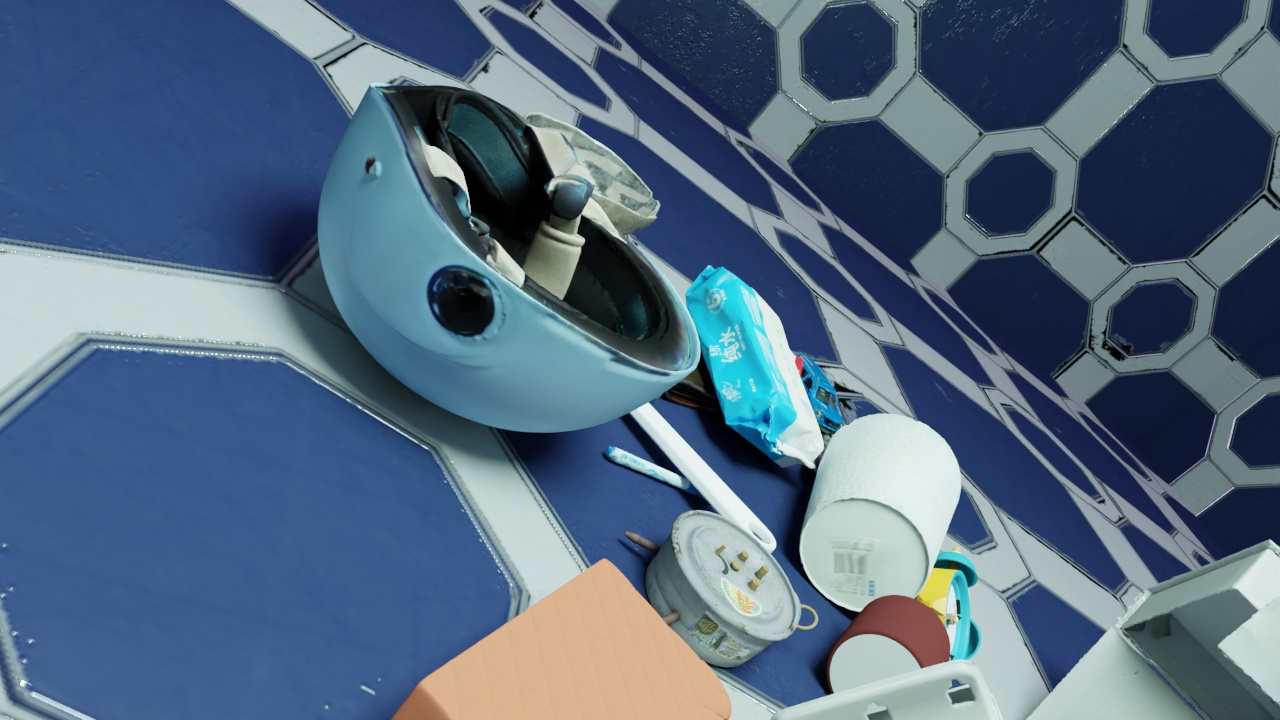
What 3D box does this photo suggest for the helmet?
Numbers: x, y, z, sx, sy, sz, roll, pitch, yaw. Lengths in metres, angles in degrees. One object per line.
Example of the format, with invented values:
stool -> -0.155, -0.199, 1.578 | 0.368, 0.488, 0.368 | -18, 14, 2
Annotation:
helmet -> -0.090, -0.052, 0.602 | 0.265, 0.167, 0.225 | 41, 24, 5

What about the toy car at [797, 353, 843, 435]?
toy car -> 0.202, 0.037, 1.086 | 0.056, 0.044, 0.120 | 27, 26, -31

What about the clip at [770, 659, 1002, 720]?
clip -> 0.159, 0.242, 0.545 | 0.144, 0.125, 0.075 | 61, 20, -21

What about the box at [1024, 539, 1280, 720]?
box -> 0.428, 0.335, 0.778 | 0.167, 0.380, 0.171 | 49, 7, 18

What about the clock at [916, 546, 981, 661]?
clock -> 0.269, 0.222, 0.804 | 0.129, 0.044, 0.099 | -9, 95, -57

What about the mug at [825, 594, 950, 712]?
mug -> 0.186, 0.235, 0.669 | 0.082, 0.073, 0.105 | -8, 83, -62

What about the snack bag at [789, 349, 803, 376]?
snack bag -> 0.119, -0.011, 1.034 | 0.144, 0.039, 0.130 | 31, 30, -2

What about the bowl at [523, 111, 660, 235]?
bowl -> -0.072, -0.187, 1.002 | 0.178, 0.081, 0.178 | 34, 23, -16

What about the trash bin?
trash bin -> 0.208, 0.136, 0.809 | 0.133, 0.134, 0.161 | 43, 27, 5

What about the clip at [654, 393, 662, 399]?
clip -> -0.006, 0.005, 0.833 | 0.045, 0.023, 0.076 | 14, 32, -45

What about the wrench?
wrench -> 0.014, 0.055, 0.754 | 0.273, 0.018, 0.066 | 47, 21, 23

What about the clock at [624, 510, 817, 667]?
clock -> 0.065, 0.156, 0.619 | 0.147, 0.056, 0.103 | 26, 27, -29

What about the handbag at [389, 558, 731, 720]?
handbag -> -0.029, 0.172, 0.424 | 0.109, 0.060, 0.171 | 41, 18, 14

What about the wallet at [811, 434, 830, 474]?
wallet -> 0.213, 0.122, 0.957 | 0.089, 0.026, 0.114 | 43, 13, 7

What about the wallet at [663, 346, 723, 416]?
wallet -> 0.043, 0.007, 0.905 | 0.119, 0.031, 0.099 | 20, 32, -47

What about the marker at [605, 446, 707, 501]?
marker -> 0.028, 0.096, 0.732 | 0.141, 0.013, 0.013 | 27, 26, -31

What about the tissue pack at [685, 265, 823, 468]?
tissue pack -> 0.113, 0.011, 0.895 | 0.117, 0.066, 0.209 | 36, 29, -46
